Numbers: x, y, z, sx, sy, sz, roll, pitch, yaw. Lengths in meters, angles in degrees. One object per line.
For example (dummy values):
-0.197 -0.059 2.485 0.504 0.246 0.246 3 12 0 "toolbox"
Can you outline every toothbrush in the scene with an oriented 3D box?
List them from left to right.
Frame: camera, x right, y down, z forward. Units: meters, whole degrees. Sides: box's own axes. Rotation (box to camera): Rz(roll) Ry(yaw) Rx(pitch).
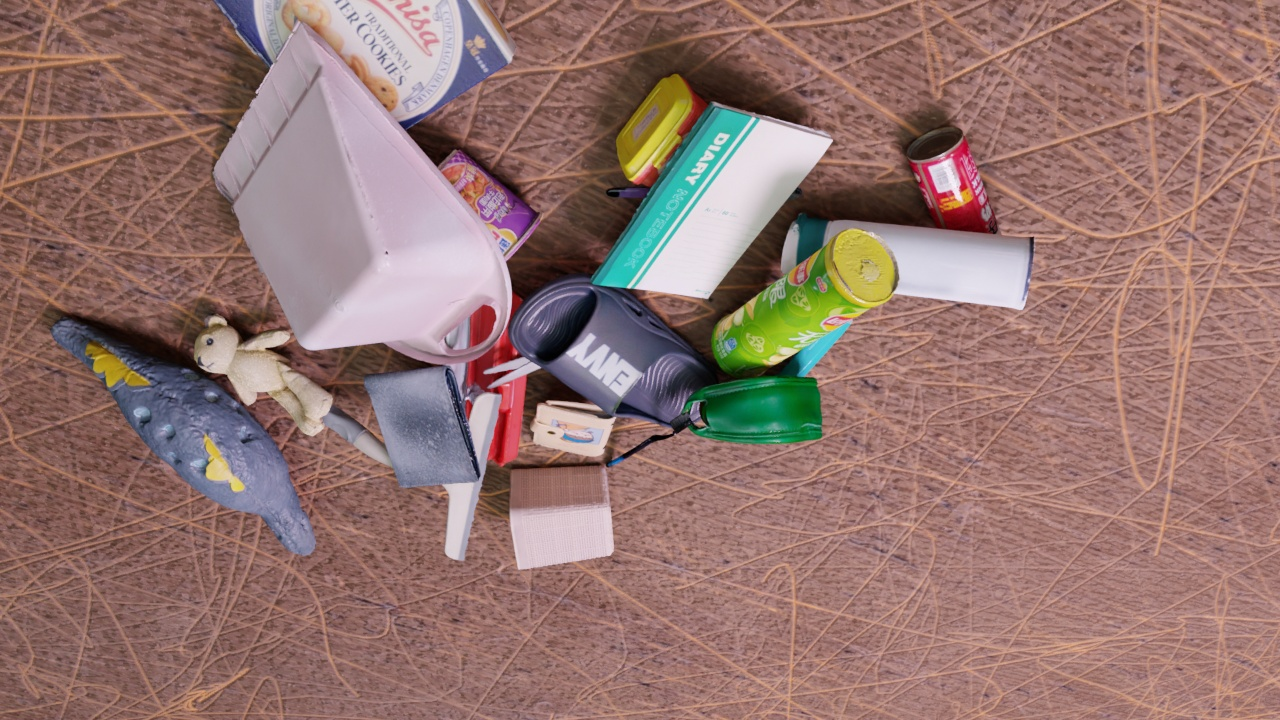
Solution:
0.005 0.089 0.988 0.190 0.014 0.016 -35 80 56 "toothbrush"
0.061 -0.160 0.879 0.189 0.016 0.014 0 127 -1 "toothbrush"

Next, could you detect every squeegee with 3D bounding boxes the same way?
-0.276 0.081 0.948 0.246 0.039 0.247 27 127 10 "squeegee"

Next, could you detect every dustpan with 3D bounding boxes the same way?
-0.238 -0.119 0.814 0.223 0.138 0.273 -29 80 42 "dustpan"

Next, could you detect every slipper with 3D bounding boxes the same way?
-0.005 0.005 0.907 0.268 0.083 0.111 30 101 -38 "slipper"

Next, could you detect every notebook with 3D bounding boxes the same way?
0.062 -0.137 0.838 0.150 0.012 0.210 2 139 -39 "notebook"

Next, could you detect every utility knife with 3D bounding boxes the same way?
0.175 -0.001 0.991 0.029 0.013 0.162 29 120 -16 "utility knife"

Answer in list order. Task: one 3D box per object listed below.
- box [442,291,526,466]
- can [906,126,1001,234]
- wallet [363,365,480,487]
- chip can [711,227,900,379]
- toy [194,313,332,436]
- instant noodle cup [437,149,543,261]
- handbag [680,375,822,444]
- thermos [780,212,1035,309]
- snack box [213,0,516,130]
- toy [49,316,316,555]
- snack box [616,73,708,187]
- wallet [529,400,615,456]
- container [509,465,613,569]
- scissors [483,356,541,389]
-0.177 0.020 0.939 0.091 0.094 0.202 -20 133 -37 "box"
0.301 -0.152 0.872 0.053 0.053 0.133 -27 121 14 "can"
-0.210 0.065 0.887 0.097 0.019 0.121 -6 106 24 "wallet"
0.145 -0.046 0.865 0.072 0.072 0.222 22 153 -17 "chip can"
-0.382 0.018 0.928 0.157 0.066 0.105 35 124 0 "toy"
-0.162 -0.130 0.838 0.112 0.111 0.099 -38 111 20 "instant noodle cup"
0.121 0.055 0.951 0.120 0.131 0.068 -11 83 35 "handbag"
0.246 -0.093 0.865 0.224 0.073 0.073 8 125 17 "thermos"
-0.229 -0.286 0.764 0.183 0.045 0.178 -27 121 15 "snack box"
-0.450 0.083 0.951 0.138 0.091 0.356 -9 127 49 "toy"
0.034 -0.193 0.819 0.080 0.082 0.091 27 119 -30 "snack box"
-0.075 0.072 0.990 0.087 0.024 0.115 8 155 -7 "wallet"
-0.089 0.177 1.051 0.111 0.090 0.090 -5 123 -3 "container"
-0.078 -0.001 0.929 0.173 0.012 0.128 -43 136 -8 "scissors"
